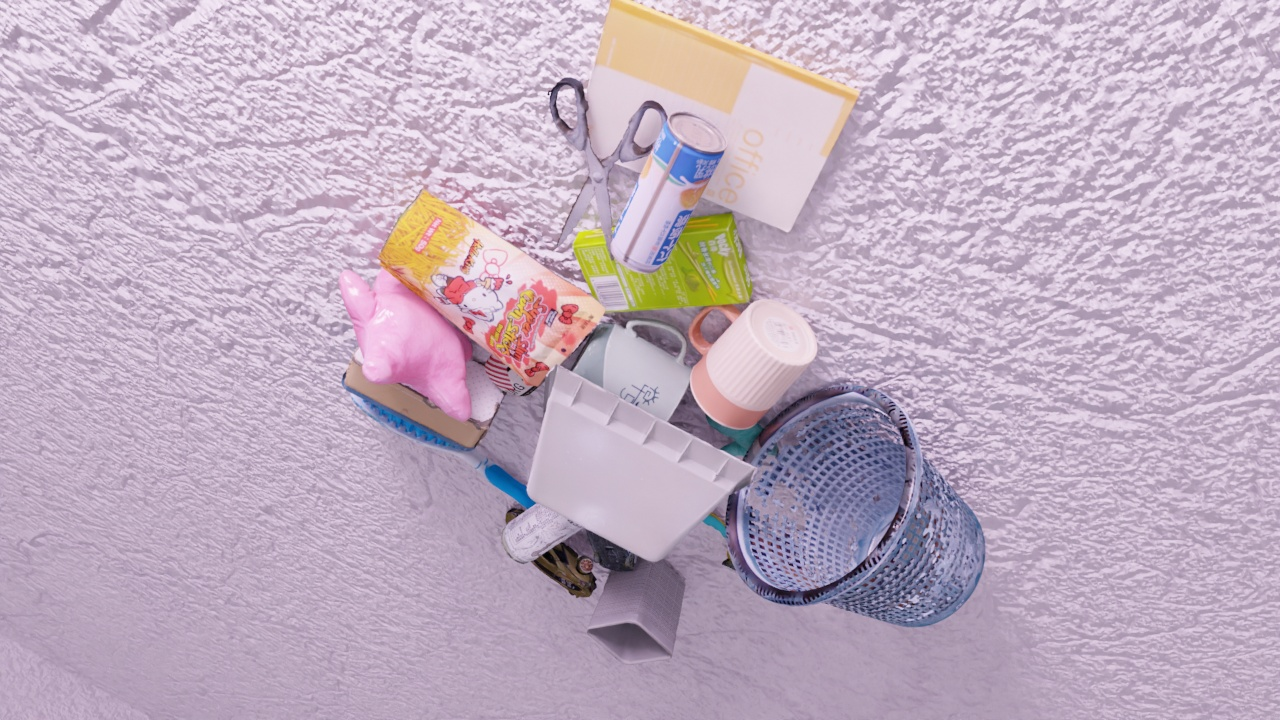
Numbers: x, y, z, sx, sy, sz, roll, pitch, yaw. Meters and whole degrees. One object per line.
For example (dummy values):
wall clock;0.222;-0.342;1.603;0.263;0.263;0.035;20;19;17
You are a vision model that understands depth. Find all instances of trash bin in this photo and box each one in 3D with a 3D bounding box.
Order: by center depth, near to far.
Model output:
trash bin;0.231;0.167;0.925;0.195;0.226;0.227;34;137;-32

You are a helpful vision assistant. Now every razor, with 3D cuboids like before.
razor;0.098;0.217;1.135;0.043;0.028;0.132;19;151;50

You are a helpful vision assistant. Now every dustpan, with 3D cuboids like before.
dustpan;-0.010;0.099;0.994;0.222;0.142;0.258;28;130;0

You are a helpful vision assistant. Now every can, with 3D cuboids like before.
can;0.021;-0.137;0.768;0.053;0.053;0.135;25;131;-5
can;-0.105;0.196;1.144;0.147;0.058;0.058;-37;114;24

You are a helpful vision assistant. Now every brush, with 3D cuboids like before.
brush;-0.216;0.103;1.127;0.314;0.060;0.110;31;141;-15

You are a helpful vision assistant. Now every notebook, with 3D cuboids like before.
notebook;0.055;-0.197;0.754;0.206;0.010;0.146;22;137;-1

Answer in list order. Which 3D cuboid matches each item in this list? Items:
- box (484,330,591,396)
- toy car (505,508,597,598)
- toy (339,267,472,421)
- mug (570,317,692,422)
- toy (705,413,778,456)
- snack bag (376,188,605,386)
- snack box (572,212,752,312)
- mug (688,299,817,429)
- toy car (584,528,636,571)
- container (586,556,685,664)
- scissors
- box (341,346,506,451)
box;-0.108;-0.017;0.976;0.070;0.055;0.165;27;137;-25
toy car;-0.123;0.258;1.229;0.158;0.042;0.070;40;147;5
toy;-0.234;-0.026;0.945;0.075;0.178;0.194;-32;151;16
mug;-0.006;0.005;0.932;0.106;0.082;0.112;31;107;-6
toy;0.106;0.079;0.996;0.092;0.030;0.097;42;136;-19
snack bag;-0.150;-0.069;0.899;0.208;0.073;0.129;37;123;-9
snack box;0.021;-0.089;0.862;0.157;0.026;0.086;-3;131;24
mug;0.099;-0.008;0.885;0.114;0.081;0.106;49;135;13
toy car;-0.040;0.228;1.192;0.054;0.036;0.121;0;129;25
container;0.000;0.327;1.219;0.090;0.114;0.090;-21;123;35
scissors;-0.037;-0.165;0.793;0.178;0.014;0.159;-26;116;33
box;-0.244;0.022;1.028;0.184;0.089;0.061;29;137;-5
